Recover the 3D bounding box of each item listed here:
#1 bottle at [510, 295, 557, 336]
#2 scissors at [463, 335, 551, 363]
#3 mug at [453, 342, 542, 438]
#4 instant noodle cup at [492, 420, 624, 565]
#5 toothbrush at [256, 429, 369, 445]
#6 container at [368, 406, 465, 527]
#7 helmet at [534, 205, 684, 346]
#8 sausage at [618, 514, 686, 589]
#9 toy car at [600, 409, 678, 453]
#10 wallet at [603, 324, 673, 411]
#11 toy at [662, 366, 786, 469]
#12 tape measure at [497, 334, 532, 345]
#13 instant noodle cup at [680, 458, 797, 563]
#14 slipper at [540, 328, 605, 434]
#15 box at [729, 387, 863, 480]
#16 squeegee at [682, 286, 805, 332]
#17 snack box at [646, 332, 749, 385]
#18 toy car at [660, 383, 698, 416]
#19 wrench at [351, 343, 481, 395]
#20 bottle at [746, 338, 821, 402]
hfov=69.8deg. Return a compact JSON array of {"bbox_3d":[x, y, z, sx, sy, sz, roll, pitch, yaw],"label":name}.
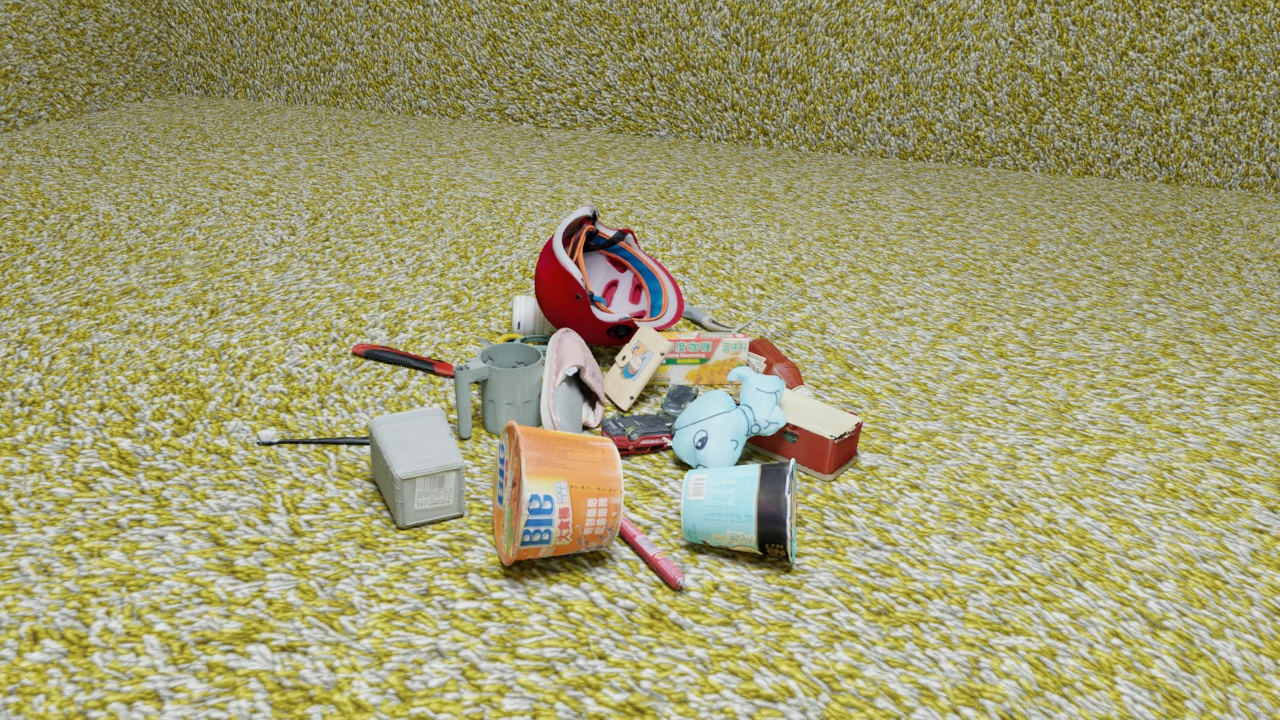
[{"bbox_3d":[-0.112,-0.067,1.504,0.197,0.068,0.068,3,25,-9],"label":"bottle"},{"bbox_3d":[-0.164,0.010,1.348,0.173,0.019,0.170,-9,41,-29],"label":"scissors"},{"bbox_3d":[-0.187,0.043,1.208,0.123,0.103,0.084,-17,32,-34],"label":"mug"},{"bbox_3d":[-0.088,0.140,0.973,0.111,0.151,0.151,3,24,-20],"label":"instant noodle cup"},{"bbox_3d":[-0.395,0.099,1.168,0.181,0.018,0.015,2,22,-6],"label":"toothbrush"},{"bbox_3d":[-0.252,0.124,1.049,0.090,0.090,0.114,-9,31,-24],"label":"container"},{"bbox_3d":[-0.064,-0.106,1.416,0.240,0.144,0.206,28,42,-31],"label":"helmet"},{"bbox_3d":[0.004,0.201,0.991,0.020,0.020,0.156,-12,29,-30],"label":"sausage"},{"bbox_3d":[0.005,0.094,1.191,0.120,0.045,0.053,-4,27,-28],"label":"toy car"},{"bbox_3d":[-0.008,0.008,1.312,0.024,0.115,0.087,30,7,-38],"label":"wallet"},{"bbox_3d":[0.107,0.079,1.158,0.156,0.050,0.161,-6,59,13],"label":"toy"},{"bbox_3d":[-0.194,-0.013,1.410,0.060,0.029,0.057,-9,47,-28],"label":"tape measure"},{"bbox_3d":[0.108,0.162,1.003,0.120,0.111,0.111,0,24,13],"label":"instant noodle cup"},{"bbox_3d":[-0.085,0.035,1.240,0.054,0.114,0.273,-20,24,13],"label":"slipper"},{"bbox_3d":[0.201,0.080,1.204,0.168,0.080,0.091,22,32,34],"label":"box"},{"bbox_3d":[0.115,-0.070,1.559,0.246,0.039,0.247,-34,28,-18],"label":"squeegee"},{"bbox_3d":[0.081,-0.003,1.370,0.155,0.077,0.027,0,26,-7],"label":"snack box"},{"bbox_3d":[0.055,0.059,1.286,0.043,0.034,0.090,6,23,11],"label":"toy car"},{"bbox_3d":[-0.317,0.009,1.371,0.274,0.016,0.056,15,27,22],"label":"wrench"},{"bbox_3d":[0.210,0.032,1.336,0.059,0.060,0.206,-5,27,-17],"label":"bottle"}]
